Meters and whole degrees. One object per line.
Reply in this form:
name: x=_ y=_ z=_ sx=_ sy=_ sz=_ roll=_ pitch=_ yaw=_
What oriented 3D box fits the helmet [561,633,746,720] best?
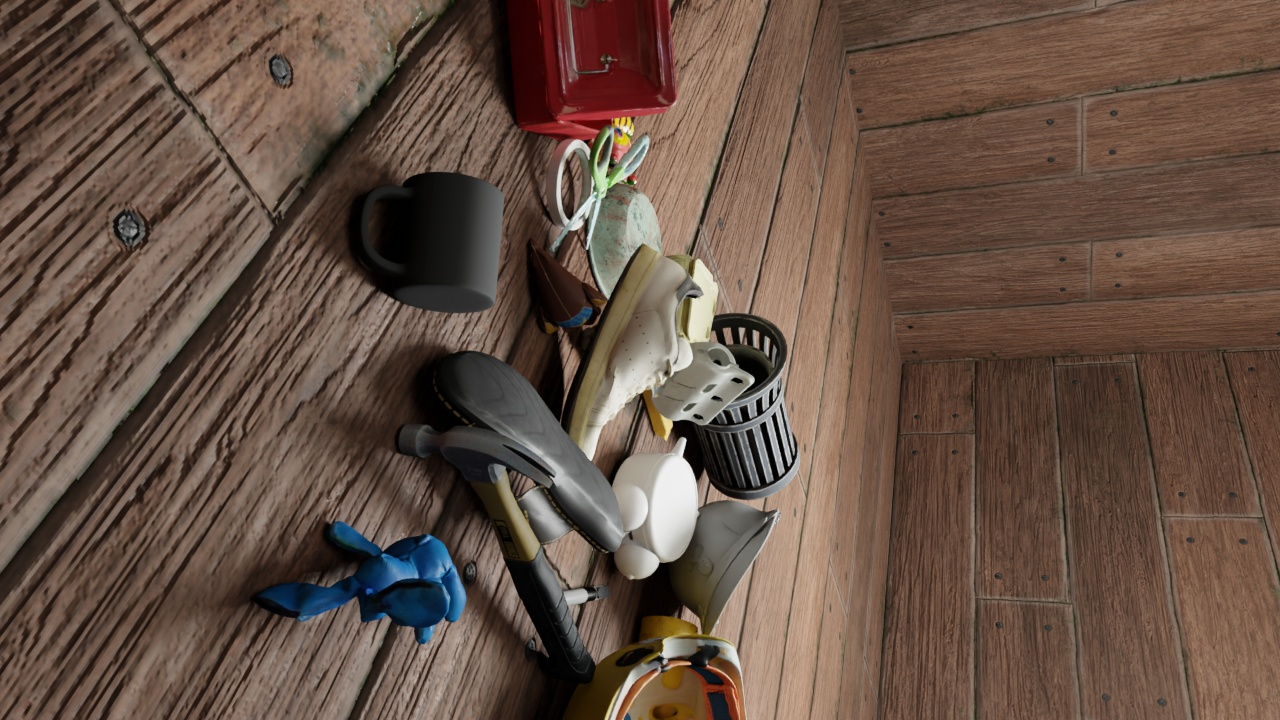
helmet: x=-0.005 y=0.384 z=0.922 sx=0.239 sy=0.140 sz=0.209 roll=-3 pitch=85 yaw=-45

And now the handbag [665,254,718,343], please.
handbag: x=0.051 y=-0.061 z=1.164 sx=0.111 sy=0.081 sz=0.119 roll=44 pitch=48 yaw=-49

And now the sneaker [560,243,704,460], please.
sneaker: x=-0.006 y=0.005 z=0.932 sx=0.089 sy=0.102 sz=0.241 roll=143 pitch=-30 yaw=-75

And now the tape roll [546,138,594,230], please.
tape roll: x=-0.072 y=-0.183 z=0.958 sx=0.093 sy=0.013 sz=0.093 roll=9 pitch=90 yaw=-69

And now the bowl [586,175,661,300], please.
bowl: x=-0.013 y=-0.141 z=1.083 sx=0.157 sy=0.039 sz=0.157 roll=-2 pitch=90 yaw=-67

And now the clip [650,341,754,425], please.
clip: x=0.047 y=0.019 z=1.089 sx=0.142 sy=0.125 sz=0.072 roll=28 pitch=48 yaw=-11

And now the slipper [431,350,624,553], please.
slipper: x=-0.102 y=0.092 z=0.803 sx=0.268 sy=0.076 sz=0.112 roll=52 pitch=15 yaw=-39

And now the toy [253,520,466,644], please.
toy: x=-0.162 y=0.155 z=0.629 sx=0.176 sy=0.113 sz=0.071 roll=35 pitch=69 yaw=-73

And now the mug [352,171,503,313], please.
mug: x=-0.161 y=-0.091 z=0.694 sx=0.113 sy=0.078 sz=0.088 roll=13 pitch=73 yaw=-38

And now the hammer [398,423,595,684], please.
hammer: x=-0.094 y=0.179 z=0.783 sx=0.025 sy=0.118 sz=0.333 roll=-66 pitch=150 yaw=-43

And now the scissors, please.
scissors: x=-0.039 y=-0.178 z=0.953 sx=0.173 sy=0.022 sz=0.172 roll=-53 pitch=170 yaw=-36

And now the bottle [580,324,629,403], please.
bottle: x=-0.033 y=0.007 z=1.019 sx=0.110 sy=0.036 sz=0.036 roll=65 pitch=31 yaw=-42

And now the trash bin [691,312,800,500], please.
trash bin: x=0.136 y=0.074 z=1.266 sx=0.228 sy=0.164 sz=0.163 roll=70 pitch=28 yaw=-43

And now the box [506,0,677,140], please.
box: x=-0.056 y=-0.307 z=0.911 sx=0.168 sy=0.154 sz=0.157 roll=-149 pitch=-125 yaw=-81

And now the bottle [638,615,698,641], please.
bottle: x=0.023 y=0.388 z=1.065 sx=0.071 sy=0.071 sz=0.163 roll=55 pitch=38 yaw=-51

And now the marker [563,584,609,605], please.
marker: x=-0.069 y=0.241 z=0.934 sx=0.140 sy=0.016 sz=0.016 roll=21 pitch=68 yaw=-65

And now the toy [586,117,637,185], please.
toy: x=-0.032 y=-0.248 z=1.044 sx=0.084 sy=0.046 sz=0.103 roll=31 pitch=46 yaw=-37

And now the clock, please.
clock: x=0.009 y=0.172 z=1.076 sx=0.160 sy=0.073 sz=0.125 roll=-39 pitch=123 yaw=-54

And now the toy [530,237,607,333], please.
toy: x=-0.079 y=-0.079 z=0.929 sx=0.103 sy=0.071 sz=0.090 roll=61 pitch=13 yaw=-3

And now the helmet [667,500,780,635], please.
helmet: x=0.085 y=0.244 z=1.177 sx=0.183 sy=0.118 sz=0.271 roll=-60 pitch=169 yaw=4

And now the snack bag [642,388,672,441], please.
snack bag: x=0.021 y=0.057 z=1.165 sx=0.026 sy=0.020 sz=0.099 roll=-55 pitch=137 yaw=-47
